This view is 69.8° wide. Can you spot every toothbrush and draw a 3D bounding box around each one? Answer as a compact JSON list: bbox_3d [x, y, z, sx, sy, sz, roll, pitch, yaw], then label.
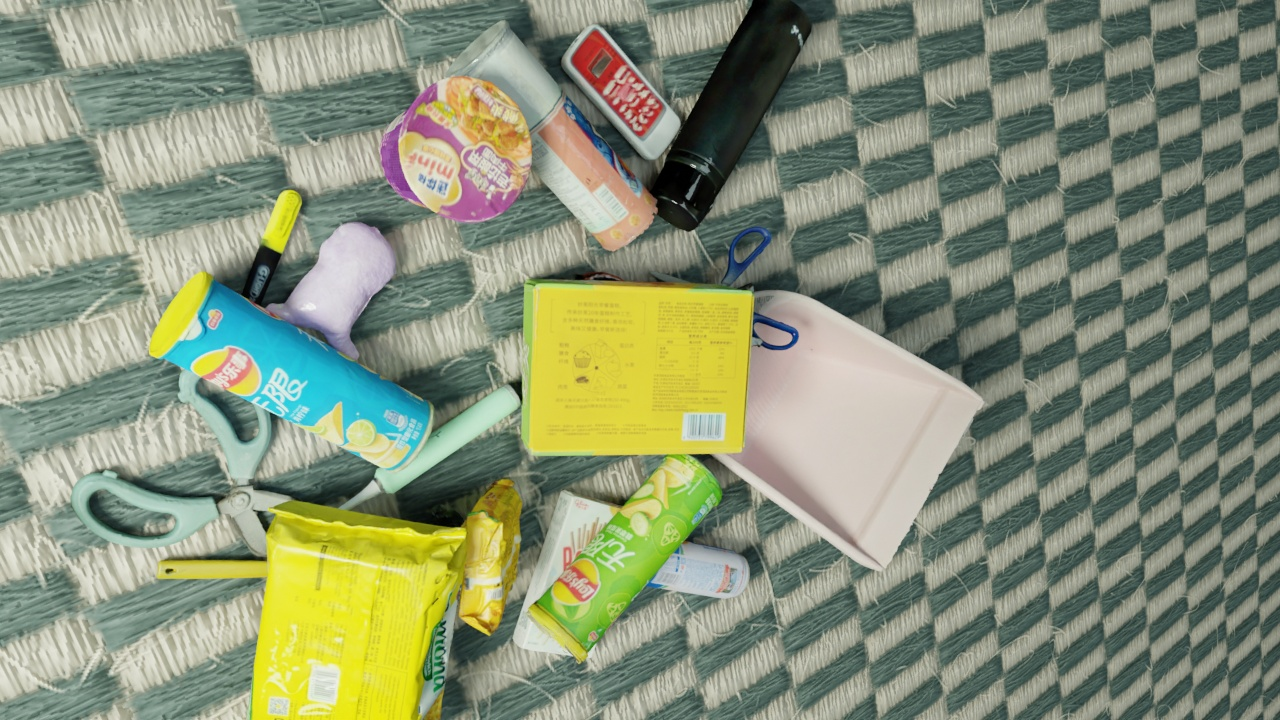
[{"bbox_3d":[-0.299,0.173,0.768,0.189,0.017,0.016,7,94,-32],"label":"toothbrush"},{"bbox_3d":[-0.201,0.090,0.811,0.224,0.027,0.026,-35,143,-24],"label":"toothbrush"}]

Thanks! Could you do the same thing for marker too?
[{"bbox_3d":[-0.298,-0.077,0.729,0.018,0.015,0.124,22,87,-30],"label":"marker"}]

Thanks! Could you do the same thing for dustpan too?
[{"bbox_3d":[0.180,0.051,0.947,0.222,0.274,0.139,-57,146,-16],"label":"dustpan"}]

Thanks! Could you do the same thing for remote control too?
[{"bbox_3d":[-0.016,-0.255,0.880,0.136,0.020,0.055,43,73,-30],"label":"remote control"}]

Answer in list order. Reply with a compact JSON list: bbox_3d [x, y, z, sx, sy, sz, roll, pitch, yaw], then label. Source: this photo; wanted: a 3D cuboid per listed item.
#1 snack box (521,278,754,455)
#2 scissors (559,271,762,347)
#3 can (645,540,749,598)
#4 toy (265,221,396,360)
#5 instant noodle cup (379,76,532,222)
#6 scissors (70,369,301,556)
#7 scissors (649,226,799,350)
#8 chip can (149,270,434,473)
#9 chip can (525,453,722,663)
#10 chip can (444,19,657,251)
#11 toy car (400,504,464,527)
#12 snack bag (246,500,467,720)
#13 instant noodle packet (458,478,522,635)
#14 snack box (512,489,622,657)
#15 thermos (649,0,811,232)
[{"bbox_3d":[-0.005,0.005,0.862,0.210,0.070,0.158,1,97,-15],"label":"snack box"},{"bbox_3d":[0.012,-0.027,0.907,0.226,0.015,0.189,30,89,-16],"label":"scissors"},{"bbox_3d":[0.051,0.220,0.977,0.134,0.053,0.053,18,87,-33],"label":"can"},{"bbox_3d":[-0.242,-0.062,0.753,0.084,0.039,0.108,37,75,-31],"label":"toy"},{"bbox_3d":[-0.159,-0.169,0.755,0.111,0.099,0.111,-5,99,-31],"label":"instant noodle cup"},{"bbox_3d":[-0.356,0.095,0.718,0.180,0.019,0.170,-24,111,-29],"label":"scissors"},{"bbox_3d":[0.092,-0.069,0.948,0.173,0.012,0.162,22,77,-8],"label":"scissors"},{"bbox_3d":[-0.266,0.015,0.722,0.210,0.071,0.071,36,78,-35],"label":"chip can"},{"bbox_3d":[-0.010,0.184,0.888,0.220,0.073,0.072,-47,119,-19],"label":"chip can"},{"bbox_3d":[-0.074,-0.195,0.821,0.214,0.071,0.071,46,73,-29],"label":"chip can"},{"bbox_3d":[-0.198,0.159,0.816,0.090,0.043,0.034,-10,136,-36],"label":"toy car"},{"bbox_3d":[-0.234,0.234,0.737,0.158,0.068,0.247,10,102,-3],"label":"snack bag"},{"bbox_3d":[-0.133,0.171,0.813,0.044,0.128,0.111,1,96,0],"label":"instant noodle packet"},{"bbox_3d":[-0.064,0.215,0.919,0.084,0.027,0.156,21,87,-33],"label":"snack box"},{"bbox_3d":[0.089,-0.245,0.929,0.242,0.068,0.090,-61,158,-9],"label":"thermos"}]
